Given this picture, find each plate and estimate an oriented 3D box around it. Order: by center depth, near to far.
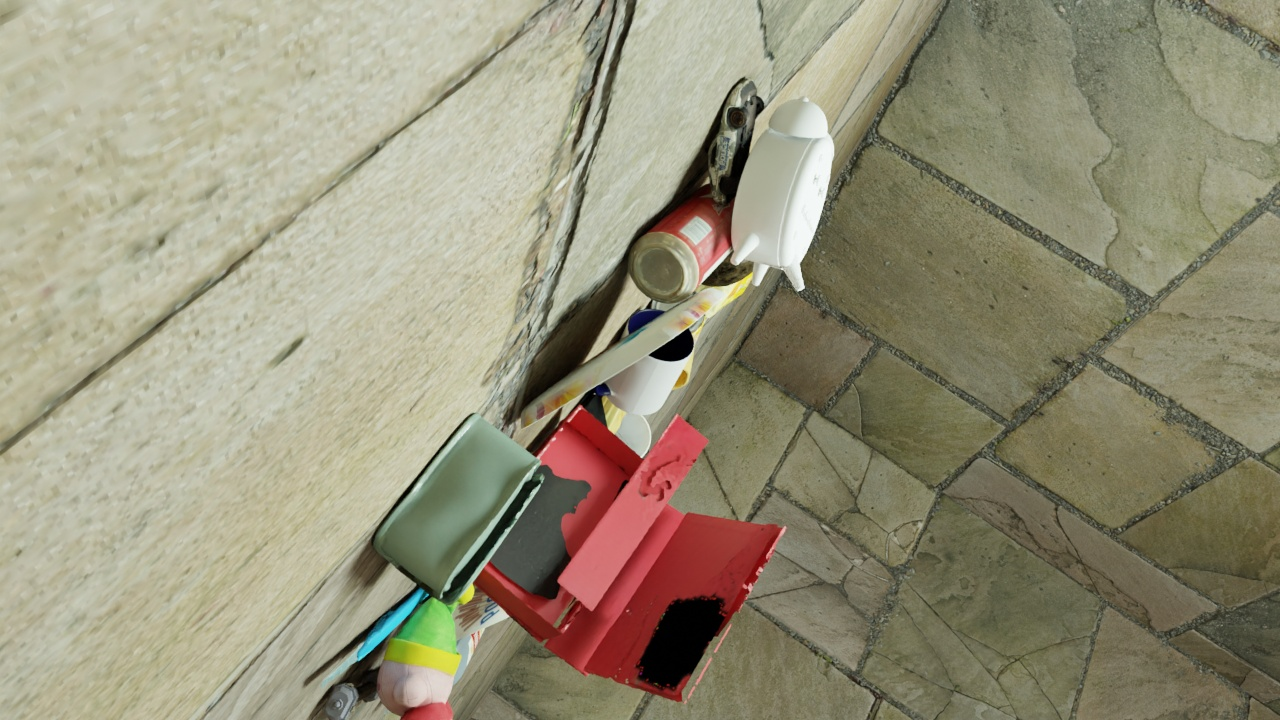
[{"bbox_3d":[-0.017,-0.008,0.814,0.187,0.016,0.186,-31,-176,25],"label":"plate"}]

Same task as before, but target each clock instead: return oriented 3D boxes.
[{"bbox_3d":[0.140,-0.150,0.849,0.125,0.073,0.161,19,89,-72],"label":"clock"}]

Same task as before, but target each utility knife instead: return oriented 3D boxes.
[{"bbox_3d":[-0.220,0.229,0.791,0.031,0.015,0.209,-59,176,13],"label":"utility knife"}]

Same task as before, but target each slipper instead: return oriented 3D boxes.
[{"bbox_3d":[0.025,0.010,1.203,0.262,0.078,0.100,-55,170,-21],"label":"slipper"}]

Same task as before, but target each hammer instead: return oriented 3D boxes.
[{"bbox_3d":[-0.252,0.318,0.928,0.147,0.028,0.317,-63,175,-10],"label":"hammer"}]

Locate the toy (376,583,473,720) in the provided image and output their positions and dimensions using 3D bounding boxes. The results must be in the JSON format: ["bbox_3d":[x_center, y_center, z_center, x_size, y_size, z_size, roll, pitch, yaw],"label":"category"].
[{"bbox_3d":[-0.192,0.273,0.843,0.097,0.131,0.124,-10,166,-7],"label":"toy"}]

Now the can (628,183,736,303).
[{"bbox_3d":[0.051,-0.114,0.855,0.169,0.067,0.067,-48,169,-51],"label":"can"}]

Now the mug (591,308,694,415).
[{"bbox_3d":[-0.006,0.006,1.028,0.111,0.078,0.097,-15,148,-34],"label":"mug"}]

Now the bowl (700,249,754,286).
[{"bbox_3d":[0.104,-0.126,0.991,0.121,0.056,0.121,-44,-154,28],"label":"bowl"}]

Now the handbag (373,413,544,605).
[{"bbox_3d":[-0.128,0.112,0.677,0.121,0.067,0.106,-54,174,-21],"label":"handbag"}]

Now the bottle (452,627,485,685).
[{"bbox_3d":[-0.204,0.307,0.985,0.160,0.046,0.072,-67,172,-57],"label":"bottle"}]

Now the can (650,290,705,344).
[{"bbox_3d":[0.039,-0.040,1.114,0.067,0.067,0.105,-53,172,-22],"label":"can"}]

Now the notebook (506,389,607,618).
[{"bbox_3d":[-0.103,0.165,1.053,0.230,0.019,0.169,-52,150,-32],"label":"notebook"}]

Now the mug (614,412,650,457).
[{"bbox_3d":[-0.045,0.125,1.245,0.114,0.081,0.088,-51,178,-25],"label":"mug"}]

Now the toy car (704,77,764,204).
[{"bbox_3d":[0.081,-0.197,0.823,0.048,0.040,0.113,-48,152,-49],"label":"toy car"}]

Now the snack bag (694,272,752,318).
[{"bbox_3d":[0.127,-0.150,1.209,0.160,0.068,0.246,-60,172,19],"label":"snack bag"}]

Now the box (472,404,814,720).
[{"bbox_3d":[-0.008,0.205,0.917,0.210,0.316,0.124,-50,161,-35],"label":"box"}]

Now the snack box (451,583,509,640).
[{"bbox_3d":[-0.154,0.238,0.960,0.149,0.026,0.082,-10,124,-54],"label":"snack box"}]
